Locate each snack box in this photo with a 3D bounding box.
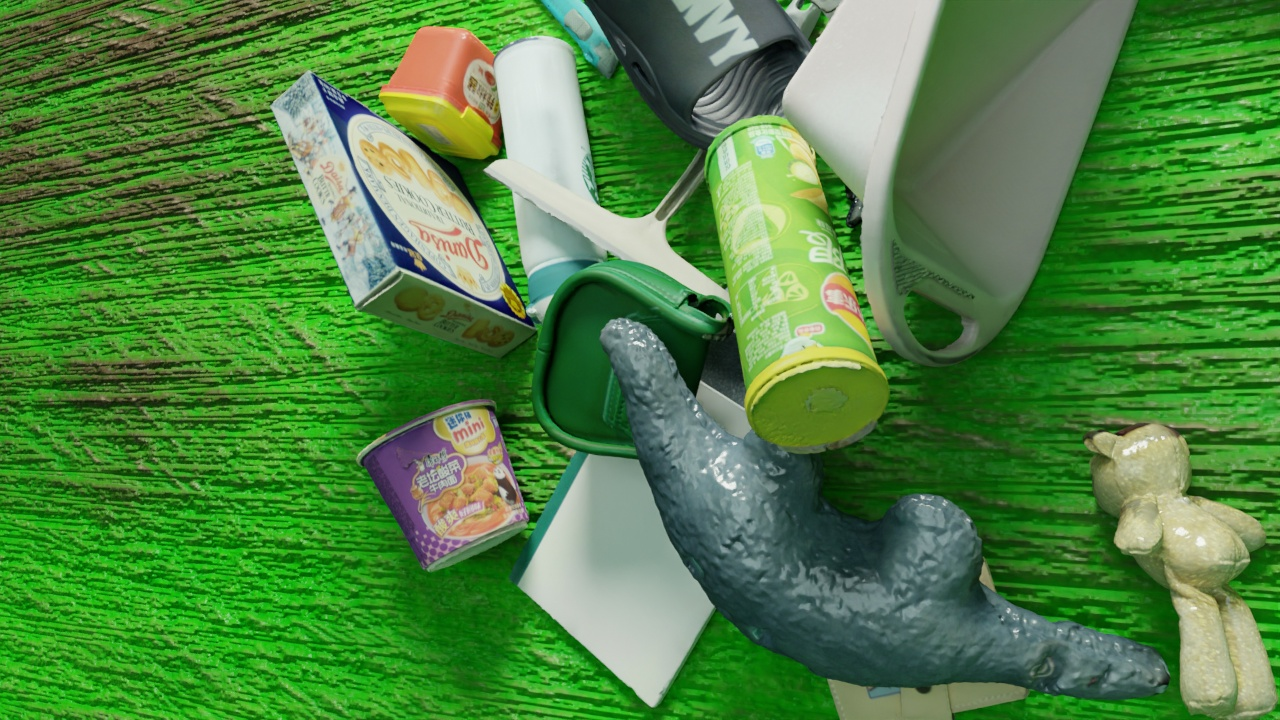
[{"bbox_3d":[-0.155,-0.219,0.749,0.082,0.091,0.080,13,80,27],"label":"snack box"},{"bbox_3d":[-0.169,-0.100,0.683,0.046,0.177,0.182,-34,69,13],"label":"snack box"}]

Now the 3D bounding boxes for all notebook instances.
[{"bbox_3d":[0.004,0.112,0.646,0.150,0.012,0.209,34,101,27],"label":"notebook"}]

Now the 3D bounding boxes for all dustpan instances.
[{"bbox_3d":[0.203,-0.139,0.492,0.274,0.222,0.138,-52,50,23],"label":"dustpan"}]

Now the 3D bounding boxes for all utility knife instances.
[{"bbox_3d":[-0.063,-0.290,0.757,0.029,0.013,0.161,-43,66,12],"label":"utility knife"}]

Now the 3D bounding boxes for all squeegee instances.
[{"bbox_3d":[0.058,-0.165,0.655,0.246,0.039,0.246,34,85,14],"label":"squeegee"}]

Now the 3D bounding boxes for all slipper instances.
[{"bbox_3d":[0.014,-0.250,0.609,0.111,0.083,0.268,-38,77,9],"label":"slipper"}]

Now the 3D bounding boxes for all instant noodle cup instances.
[{"bbox_3d":[-0.139,0.095,0.680,0.112,0.111,0.099,-31,78,18],"label":"instant noodle cup"}]

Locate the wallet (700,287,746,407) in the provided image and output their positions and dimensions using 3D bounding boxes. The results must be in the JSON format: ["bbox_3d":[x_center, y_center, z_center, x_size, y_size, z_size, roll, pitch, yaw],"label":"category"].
[{"bbox_3d":[0.078,0.012,0.634,0.097,0.019,0.121,-48,66,14],"label":"wallet"}]

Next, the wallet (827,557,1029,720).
[{"bbox_3d":[0.167,0.177,0.558,0.115,0.024,0.087,-20,68,21],"label":"wallet"}]

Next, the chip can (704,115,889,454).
[{"bbox_3d":[0.082,-0.055,0.525,0.073,0.072,0.220,-24,44,21],"label":"chip can"}]

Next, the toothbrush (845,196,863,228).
[{"bbox_3d":[0.192,-0.169,0.608,0.014,0.016,0.189,33,95,1],"label":"toothbrush"}]

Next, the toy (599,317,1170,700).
[{"bbox_3d":[0.108,0.111,0.524,0.356,0.091,0.138,30,111,12],"label":"toy"}]

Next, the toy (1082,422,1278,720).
[{"bbox_3d":[0.284,0.108,0.483,0.066,0.105,0.157,124,144,-57],"label":"toy"}]

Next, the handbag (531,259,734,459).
[{"bbox_3d":[-0.004,0.003,0.599,0.120,0.067,0.131,20,111,23],"label":"handbag"}]

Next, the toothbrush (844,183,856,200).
[{"bbox_3d":[0.141,-0.203,0.640,0.014,0.016,0.189,-6,79,27],"label":"toothbrush"}]

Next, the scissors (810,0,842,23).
[{"bbox_3d":[0.130,-0.237,0.586,0.128,0.173,0.012,-31,23,-5],"label":"scissors"}]

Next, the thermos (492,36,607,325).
[{"bbox_3d":[-0.063,-0.132,0.701,0.073,0.073,0.224,-16,75,23],"label":"thermos"}]
